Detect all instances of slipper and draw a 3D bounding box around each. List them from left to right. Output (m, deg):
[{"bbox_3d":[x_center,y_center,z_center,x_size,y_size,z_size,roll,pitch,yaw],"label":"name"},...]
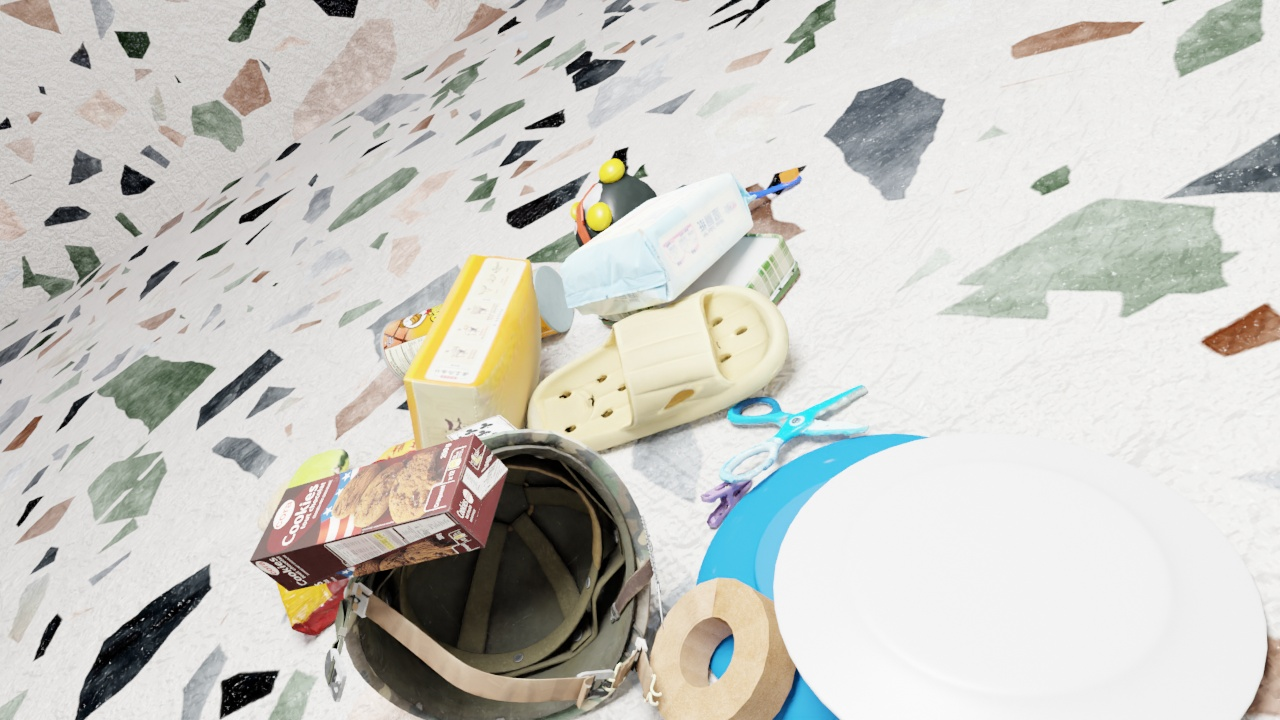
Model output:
[{"bbox_3d":[-0.005,0.005,0.784,0.262,0.079,0.111,-25,55,24],"label":"slipper"}]

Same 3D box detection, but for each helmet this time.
[{"bbox_3d":[-0.089,0.145,0.590,0.235,0.192,0.225,-96,24,-57],"label":"helmet"}]

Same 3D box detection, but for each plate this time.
[{"bbox_3d":[0.131,0.125,0.588,0.225,0.024,0.223,-23,34,17],"label":"plate"},{"bbox_3d":[0.193,0.114,0.493,0.242,0.016,0.242,-10,35,7],"label":"plate"}]

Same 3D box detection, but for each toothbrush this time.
[{"bbox_3d":[0.092,-0.169,0.965,0.182,0.018,0.016,-21,22,-17],"label":"toothbrush"}]

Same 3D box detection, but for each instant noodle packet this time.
[{"bbox_3d":[-0.294,0.191,0.864,0.098,0.040,0.135,-40,35,-11],"label":"instant noodle packet"}]

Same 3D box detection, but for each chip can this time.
[{"bbox_3d":[-0.186,-0.039,1.034,0.215,0.075,0.075,-17,36,25],"label":"chip can"}]

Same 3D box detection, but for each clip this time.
[{"bbox_3d":[0.063,0.105,0.684,0.050,0.046,0.014,-2,10,-43],"label":"clip"}]

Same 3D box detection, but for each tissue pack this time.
[{"bbox_3d":[0.021,-0.106,0.834,0.112,0.070,0.181,-11,22,44],"label":"tissue pack"}]

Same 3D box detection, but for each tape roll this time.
[{"bbox_3d":[0.049,0.182,0.560,0.094,0.027,0.093,-33,38,29],"label":"tape roll"}]

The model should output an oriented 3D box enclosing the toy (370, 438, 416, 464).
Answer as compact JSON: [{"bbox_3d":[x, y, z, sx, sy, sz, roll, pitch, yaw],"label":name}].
[{"bbox_3d":[-0.235,0.120,0.883,0.105,0.067,0.137,-22,28,4],"label":"toy"}]

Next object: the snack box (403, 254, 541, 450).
[{"bbox_3d":[-0.142,0.016,0.855,0.081,0.145,0.194,6,39,5],"label":"snack box"}]

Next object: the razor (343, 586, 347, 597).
[{"bbox_3d":[-0.188,0.174,0.795,0.088,0.047,0.116,-5,35,37],"label":"razor"}]

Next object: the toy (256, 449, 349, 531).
[{"bbox_3d":[-0.361,0.143,0.979,0.115,0.046,0.092,-32,31,16],"label":"toy"}]

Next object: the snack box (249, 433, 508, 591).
[{"bbox_3d":[-0.144,0.085,0.503,0.141,0.032,0.050,-17,39,25],"label":"snack box"}]

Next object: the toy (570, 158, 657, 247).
[{"bbox_3d":[-0.031,-0.154,1.035,0.119,0.099,0.097,-27,44,56],"label":"toy"}]

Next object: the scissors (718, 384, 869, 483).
[{"bbox_3d":[0.111,0.048,0.711,0.134,0.012,0.134,-30,24,-4],"label":"scissors"}]

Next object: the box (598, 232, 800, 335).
[{"bbox_3d":[0.046,-0.075,0.904,0.206,0.050,0.117,9,55,48],"label":"box"}]
